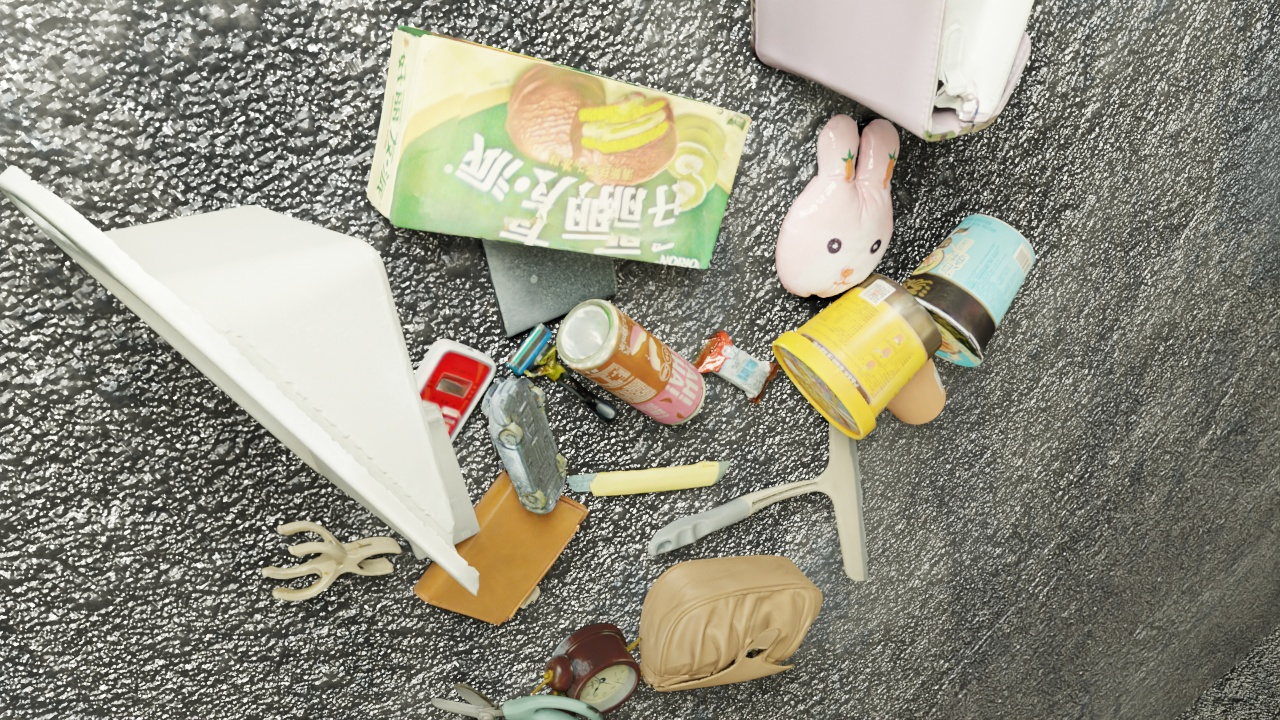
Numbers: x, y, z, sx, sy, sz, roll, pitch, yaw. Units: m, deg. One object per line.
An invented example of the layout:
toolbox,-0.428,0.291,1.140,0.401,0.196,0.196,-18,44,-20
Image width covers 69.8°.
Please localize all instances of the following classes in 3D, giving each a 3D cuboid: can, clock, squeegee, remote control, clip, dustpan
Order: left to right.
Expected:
dustpan,-0.224,0.011,0.500,0.142,0.223,0.258,-23,119,-36
clip,-0.233,0.141,0.699,0.103,0.035,0.089,-14,127,-33
remote control,-0.163,0.048,0.695,0.055,0.020,0.136,25,102,-43
remote control,-0.163,0.094,0.696,0.056,0.019,0.135,-24,132,-17
clock,-0.055,0.316,0.920,0.121,0.055,0.082,-18,127,-23
can,-0.004,0.004,0.738,0.058,0.058,0.147,-51,142,4
squeegee,0.114,0.152,0.942,0.246,0.039,0.247,-16,109,-19

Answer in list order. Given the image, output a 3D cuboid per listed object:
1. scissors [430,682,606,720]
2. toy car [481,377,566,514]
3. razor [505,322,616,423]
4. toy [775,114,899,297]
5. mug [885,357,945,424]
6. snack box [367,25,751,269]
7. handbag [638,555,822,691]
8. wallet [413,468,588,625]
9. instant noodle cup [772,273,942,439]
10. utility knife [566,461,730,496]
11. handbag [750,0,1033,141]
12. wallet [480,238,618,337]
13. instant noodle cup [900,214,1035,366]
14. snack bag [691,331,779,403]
scissors,-0.110,0.346,0.887,0.177,0.019,0.174,-17,129,15
toy car,-0.092,0.069,0.734,0.054,0.037,0.121,-64,145,-48
razor,-0.059,0.016,0.745,0.042,0.022,0.142,-52,140,-4
toy,0.173,-0.129,0.790,0.121,0.054,0.160,-6,117,-33
mug,0.267,0.016,0.937,0.078,0.078,0.122,-49,138,2
snack box,-0.049,-0.135,0.610,0.239,0.063,0.115,5,111,-32
handbag,0.097,0.283,0.972,0.204,0.100,0.148,3,117,-33
wallet,-0.116,0.165,0.796,0.107,0.031,0.132,32,98,-39
instant noodle cup,0.201,-0.009,0.840,0.114,0.118,0.118,-42,133,-4
utility knife,0.010,0.111,0.857,0.175,0.019,0.031,-3,116,-35
handbag,0.158,-0.245,0.603,0.098,0.197,0.145,-13,125,-27
wallet,-0.069,-0.084,0.676,0.097,0.019,0.121,-24,127,-20
instant noodle cup,0.317,-0.074,0.897,0.120,0.111,0.111,-52,134,-7
snack bag,0.091,0.007,0.838,0.105,0.026,0.045,28,92,-43
